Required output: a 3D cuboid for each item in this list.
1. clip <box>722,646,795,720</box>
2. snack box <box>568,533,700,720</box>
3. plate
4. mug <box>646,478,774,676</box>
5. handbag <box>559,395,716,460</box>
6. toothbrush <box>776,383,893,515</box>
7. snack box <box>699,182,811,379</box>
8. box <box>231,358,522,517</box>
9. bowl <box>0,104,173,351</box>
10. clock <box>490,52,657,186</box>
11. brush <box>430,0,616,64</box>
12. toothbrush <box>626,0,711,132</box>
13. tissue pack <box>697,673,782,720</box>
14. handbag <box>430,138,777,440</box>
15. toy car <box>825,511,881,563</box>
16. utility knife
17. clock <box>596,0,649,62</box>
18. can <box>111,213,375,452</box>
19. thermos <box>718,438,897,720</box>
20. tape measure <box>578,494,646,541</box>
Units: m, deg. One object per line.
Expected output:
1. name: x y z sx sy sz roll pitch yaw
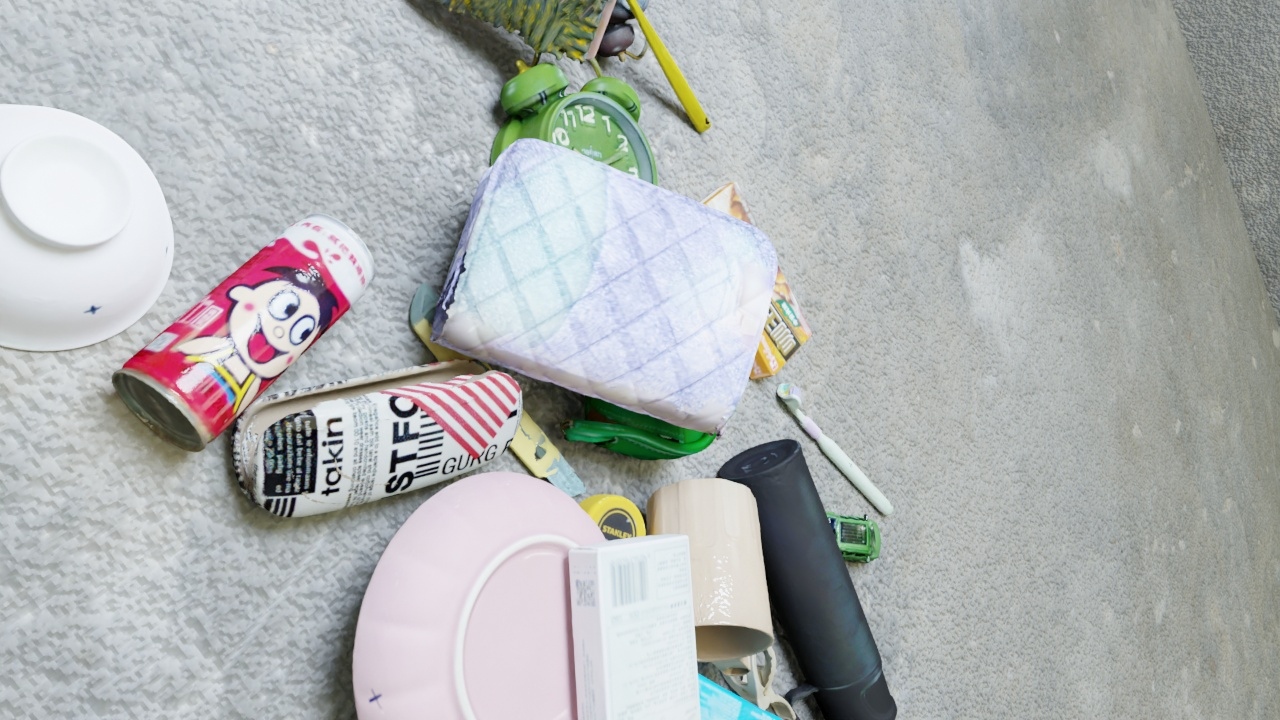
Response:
1. clip: 0.089 0.248 0.700 0.060 0.034 0.097 -28 105 -45
2. snack box: 0.000 0.183 0.533 0.084 0.027 0.156 4 81 -50
3. plate: -0.067 0.158 0.513 0.192 0.039 0.192 12 74 -48
4. mug: 0.051 0.154 0.646 0.125 0.084 0.103 57 26 -52
5. handbag: -0.004 0.004 0.648 0.120 0.068 0.131 11 75 -33
6. toothbrush: 0.183 0.086 0.839 0.020 0.029 0.189 -42 118 4
7. snack box: 0.088 -0.067 0.776 0.075 0.026 0.154 -42 110 -41
8. box: -0.147 0.040 0.517 0.163 0.077 0.075 -16 119 -45
9. bowl: -0.261 -0.068 0.409 0.118 0.065 0.118 13 71 -43
10. clock: -0.044 -0.147 0.645 0.116 0.056 0.161 -3 82 -45
11. brush: -0.089 -0.253 0.604 0.145 0.063 0.072 18 42 -11
12. toothbrush: 0.020 -0.235 0.705 0.015 0.017 0.190 -65 149 -11
13. tissue pack: 0.034 0.263 0.619 0.140 0.063 0.089 36 61 -30
14. handbag: -0.019 -0.043 0.569 0.193 0.076 0.134 20 79 -16
15. toy car: 0.185 0.157 0.814 0.091 0.036 0.043 16 68 -45
16. utility knife: -0.092 0.027 0.592 0.030 0.019 0.178 -50 120 -32
17. clock: -0.032 -0.278 0.689 0.122 0.055 0.081 38 56 -33
18. can: -0.196 -0.018 0.468 0.053 0.053 0.132 53 50 -22
19. thermos: 0.129 0.190 0.732 0.089 0.068 0.242 -26 100 -22
20. tape measure: -0.025 0.119 0.619 0.060 0.029 0.057 26 69 -37
